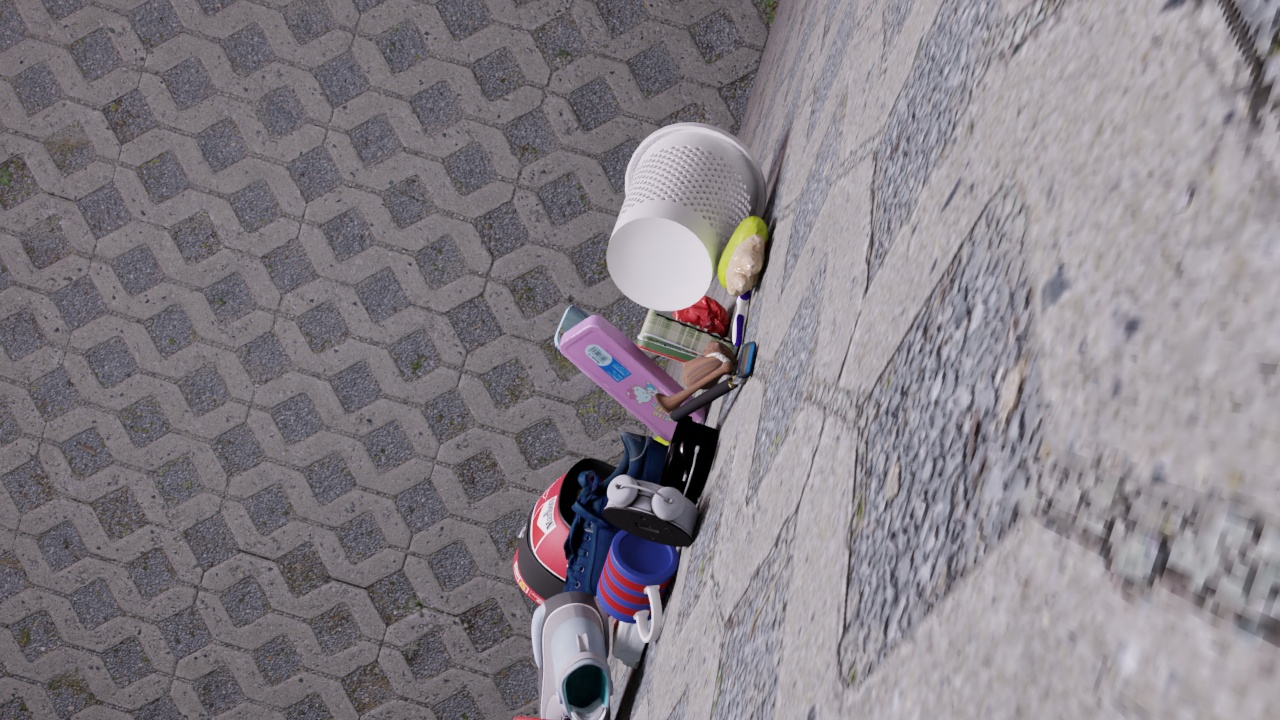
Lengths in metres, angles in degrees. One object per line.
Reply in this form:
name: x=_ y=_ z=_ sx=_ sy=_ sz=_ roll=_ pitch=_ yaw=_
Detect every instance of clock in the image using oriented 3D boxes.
clock: x=0.051 y=0.110 z=0.983 sx=0.120 sy=0.042 sz=0.091 roll=-74 pitch=1 yaw=-73
clock: x=0.010 y=0.149 z=0.921 sx=0.123 sy=0.094 sz=0.035 roll=73 pitch=-146 yaw=-60

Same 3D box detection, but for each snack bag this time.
snack bag: x=-0.008 y=0.309 z=1.147 sx=0.225 sy=0.041 sz=0.077 roll=59 pitch=-130 yaw=-88
snack bag: x=0.078 y=-0.047 z=1.313 sx=0.176 sy=0.082 sz=0.082 roll=101 pitch=-174 yaw=-85

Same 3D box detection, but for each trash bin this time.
trash bin: x=0.049 y=-0.174 z=1.182 sx=0.199 sy=0.195 sz=0.196 roll=-66 pitch=-5 yaw=-49

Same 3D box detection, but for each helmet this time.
helmet: x=-0.089 y=0.291 z=1.412 sx=0.225 sy=0.197 sz=0.270 roll=-62 pitch=0 yaw=25

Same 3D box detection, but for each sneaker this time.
sneaker: x=-0.062 y=0.221 z=1.181 sx=0.294 sy=0.127 sz=0.121 roll=-62 pitch=14 yaw=-1
sneaker: x=-0.069 y=0.411 z=1.066 sx=0.160 sy=0.093 sz=0.257 roll=-129 pitch=36 yaw=-70

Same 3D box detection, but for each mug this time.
mug: x=0.001 y=0.246 z=0.990 sx=0.111 sy=0.075 sz=0.076 roll=-113 pitch=31 yaw=-46

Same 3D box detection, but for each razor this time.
razor: x=0.074 y=0.030 z=0.920 sx=0.145 sy=0.022 sz=0.042 roll=-42 pitch=24 yaw=49

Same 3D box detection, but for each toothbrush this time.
toothbrush: x=0.121 y=-0.074 z=1.083 sx=0.186 sy=0.016 sz=0.015 roll=-73 pitch=1 yaw=-51

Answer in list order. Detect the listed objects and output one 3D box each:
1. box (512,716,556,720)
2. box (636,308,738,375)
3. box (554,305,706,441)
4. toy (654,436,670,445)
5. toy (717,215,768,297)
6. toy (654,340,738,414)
box: x=-0.089 y=0.466 z=0.951 sx=0.166 sy=0.152 sz=0.156 roll=-46 pitch=20 yaw=51
box: x=0.055 y=-0.022 z=1.127 sx=0.205 sy=0.117 sz=0.050 roll=-106 pitch=38 yaw=-87
box: x=-0.008 y=0.007 z=1.182 sx=0.090 sy=0.214 sz=0.092 roll=-32 pitch=30 yaw=33
toy: x=0.030 y=0.151 z=1.460 sx=0.093 sy=0.036 sz=0.094 roll=-100 pitch=27 yaw=-74
toy: x=0.121 y=-0.117 z=1.056 sx=0.092 sy=0.043 sz=0.117 roll=-62 pitch=12 yaw=23
toy: x=0.066 y=0.016 z=1.004 sx=0.102 sy=0.041 sz=0.054 roll=-35 pitch=25 yaw=36
